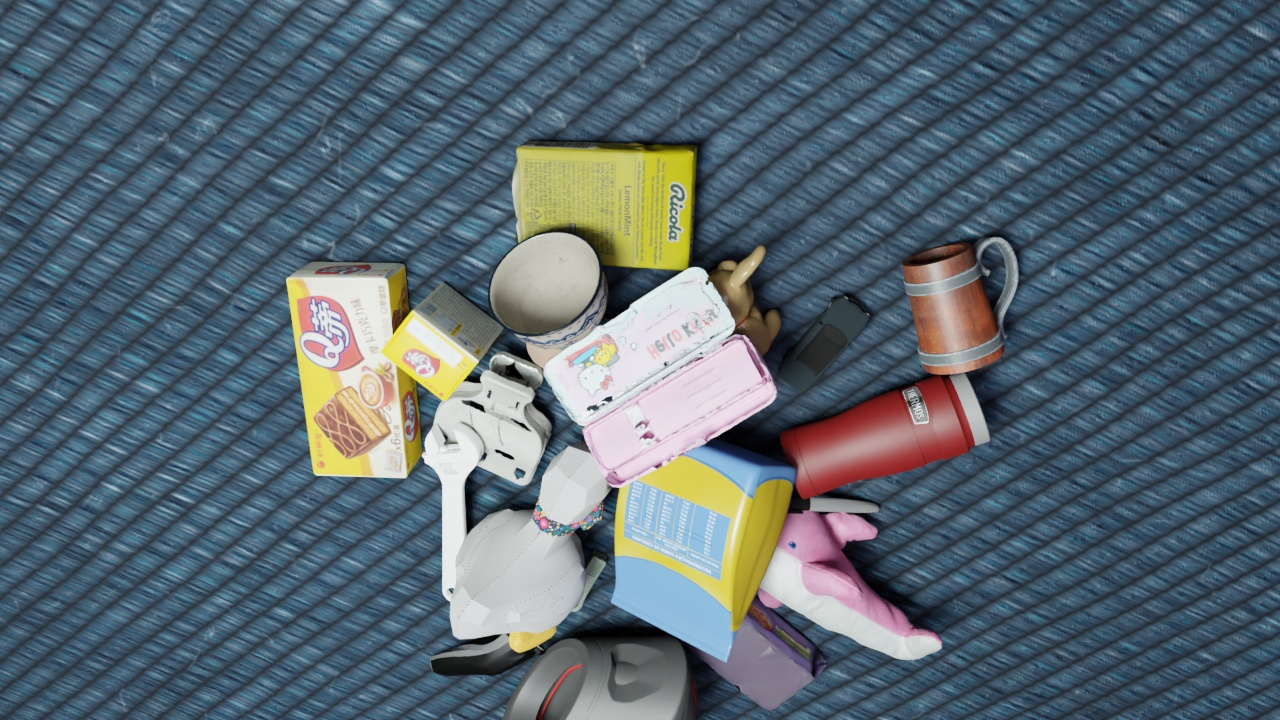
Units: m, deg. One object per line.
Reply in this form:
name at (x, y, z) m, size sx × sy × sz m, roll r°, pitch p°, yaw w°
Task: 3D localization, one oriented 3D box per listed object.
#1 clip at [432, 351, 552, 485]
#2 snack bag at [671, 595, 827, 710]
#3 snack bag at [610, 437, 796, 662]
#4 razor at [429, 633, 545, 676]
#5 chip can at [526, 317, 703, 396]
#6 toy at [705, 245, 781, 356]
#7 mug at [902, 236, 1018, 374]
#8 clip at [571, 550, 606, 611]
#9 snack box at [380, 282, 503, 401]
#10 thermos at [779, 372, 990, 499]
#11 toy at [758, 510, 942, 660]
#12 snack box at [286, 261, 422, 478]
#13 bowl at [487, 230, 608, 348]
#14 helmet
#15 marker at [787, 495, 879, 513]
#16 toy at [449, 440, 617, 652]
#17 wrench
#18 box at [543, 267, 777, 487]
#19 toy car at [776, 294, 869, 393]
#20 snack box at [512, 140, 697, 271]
clip at (-0.153, 0.053, 1.001) m, size 0.125 × 0.091 × 0.152 m, roll 22°, pitch 118°, yaw -5°
snack bag at (0.114, 0.326, 1.076) m, size 0.205 × 0.058 × 0.096 m, roll 40°, pitch 109°, yaw -10°
snack bag at (0.054, 0.184, 0.950) m, size 0.159 × 0.102 × 0.205 m, roll 17°, pitch 94°, yaw 36°
razor at (-0.193, 0.359, 1.119) m, size 0.156 × 0.060 × 0.057 m, roll -28°, pitch 132°, yaw 17°
chip can at (-0.006, 0.006, 0.960) m, size 0.229 × 0.079 × 0.080 m, roll 18°, pitch 111°, yaw -1°
toy at (0.093, -0.050, 0.920) m, size 0.134 × 0.105 × 0.108 m, roll -31°, pitch 120°, yaw 21°
mug at (0.323, -0.059, 0.911) m, size 0.117 × 0.081 × 0.111 m, roll -21°, pitch 104°, yaw -6°
clip at (-0.065, 0.260, 1.084) m, size 0.023 × 0.035 × 0.074 m, roll 30°, pitch 104°, yaw -5°
snack box at (-0.203, -0.022, 0.950) m, size 0.083 × 0.105 × 0.061 m, roll 39°, pitch 111°, yaw -9°
thermos at (0.258, 0.086, 0.967) m, size 0.199 × 0.083 × 0.108 m, roll -20°, pitch 138°, yaw 14°
toy at (0.214, 0.231, 1.017) m, size 0.265 × 0.187 × 0.127 m, roll 36°, pitch 68°, yaw -7°
snack box at (-0.307, 0.012, 0.995) m, size 0.110 × 0.061 × 0.230 m, roll 2°, pitch 111°, yaw 5°
bowl at (-0.083, -0.061, 0.891) m, size 0.116 × 0.115 × 0.059 m, roll -16°, pitch 150°, yaw 10°
helmet at (-0.030, 0.413, 1.065) m, size 0.170 × 0.163 × 0.265 m, roll 32°, pitch 125°, yaw -20°
marker at (0.204, 0.160, 1.004) m, size 0.138 × 0.022 × 0.016 m, roll 7°, pitch 138°, yaw -20°
toy at (-0.117, 0.207, 0.992) m, size 0.141 × 0.245 × 0.268 m, roll 36°, pitch 129°, yaw 13°
wrench at (-0.212, 0.181, 1.044) m, size 0.066 × 0.018 × 0.274 m, roll 12°, pitch 124°, yaw 8°
box at (0.018, 0.020, 0.895) m, size 0.202 × 0.044 × 0.154 m, roll -31°, pitch 84°, yaw 21°
toy car at (0.189, -0.016, 0.955) m, size 0.046 × 0.034 × 0.112 m, roll 36°, pitch 109°, yaw -8°
snack box at (-0.036, -0.156, 0.919) m, size 0.181 × 0.045 × 0.121 m, roll 4°, pitch 113°, yaw 7°
